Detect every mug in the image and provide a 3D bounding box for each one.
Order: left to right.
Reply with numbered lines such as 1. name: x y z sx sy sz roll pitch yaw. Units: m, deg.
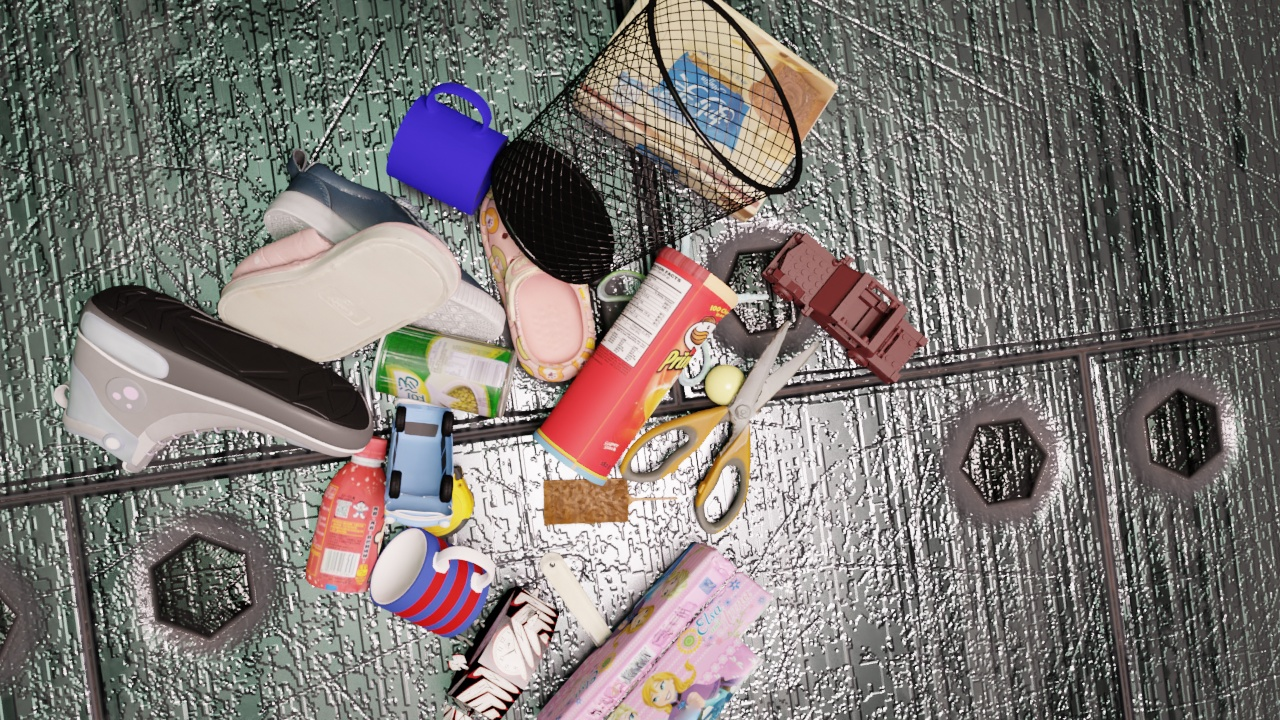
1. mug: -0.173 0.192 0.812 0.112 0.074 0.076 -24 133 30
2. mug: -0.169 -0.197 0.826 0.083 0.111 0.079 26 44 -7

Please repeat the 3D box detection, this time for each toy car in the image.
1. toy car: -0.194 0.092 0.810 0.056 0.153 0.055 7 125 -16
2. toy car: 0.203 -0.052 0.897 0.170 0.062 0.070 40 84 -6

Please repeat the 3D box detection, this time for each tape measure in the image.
1. tape measure: -0.189 0.135 0.854 0.065 0.037 0.064 -13 91 -8

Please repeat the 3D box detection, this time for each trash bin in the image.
1. trash bin: -0.005 -0.173 0.771 0.211 0.183 0.184 -28 94 36

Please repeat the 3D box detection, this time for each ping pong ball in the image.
1. ping pong ball: 0.083 0.024 0.890 0.040 0.040 0.040 0 89 -8

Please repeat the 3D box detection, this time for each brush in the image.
1. brush: -0.031 0.277 0.889 0.033 0.012 0.217 -35 92 -6
2. brush: -0.030 0.136 0.886 0.126 0.017 0.048 -1 90 -8

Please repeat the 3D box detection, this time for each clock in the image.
1. clock: -0.141 0.274 0.821 0.065 0.115 0.154 34 88 -6

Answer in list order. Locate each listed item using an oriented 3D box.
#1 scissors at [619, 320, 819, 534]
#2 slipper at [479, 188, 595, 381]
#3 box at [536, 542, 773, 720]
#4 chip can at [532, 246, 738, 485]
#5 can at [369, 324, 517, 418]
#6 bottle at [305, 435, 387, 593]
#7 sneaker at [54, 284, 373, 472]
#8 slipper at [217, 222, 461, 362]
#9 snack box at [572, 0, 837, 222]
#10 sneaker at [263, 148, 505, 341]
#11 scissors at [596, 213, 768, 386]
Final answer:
1. scissors: 0.093 0.070 0.877 0.225 0.016 0.175 -37 108 3
2. slipper: -0.089 -0.077 0.849 0.093 0.081 0.197 -15 94 -9
3. box: 0.010 0.268 0.814 0.230 0.161 0.062 -45 115 -12
4. chip can: -0.005 0.005 0.848 0.087 0.087 0.213 35 91 -6
5. can: -0.179 0.009 0.838 0.121 0.067 0.067 13 88 -4
6. bottle: -0.259 0.136 0.832 0.062 0.062 0.137 14 88 -8
7. sneaker: -0.374 0.053 0.801 0.256 0.093 0.161 28 111 -8
8. slipper: -0.254 -0.062 0.770 0.114 0.275 0.054 49 44 -35
9. snack box: 0.063 -0.254 0.883 0.207 0.055 0.153 34 85 -6
10. sneaker: -0.221 -0.101 0.832 0.235 0.089 0.087 33 57 -19
11. scissors: 0.042 -0.060 0.902 0.171 0.021 0.173 1 85 -5
